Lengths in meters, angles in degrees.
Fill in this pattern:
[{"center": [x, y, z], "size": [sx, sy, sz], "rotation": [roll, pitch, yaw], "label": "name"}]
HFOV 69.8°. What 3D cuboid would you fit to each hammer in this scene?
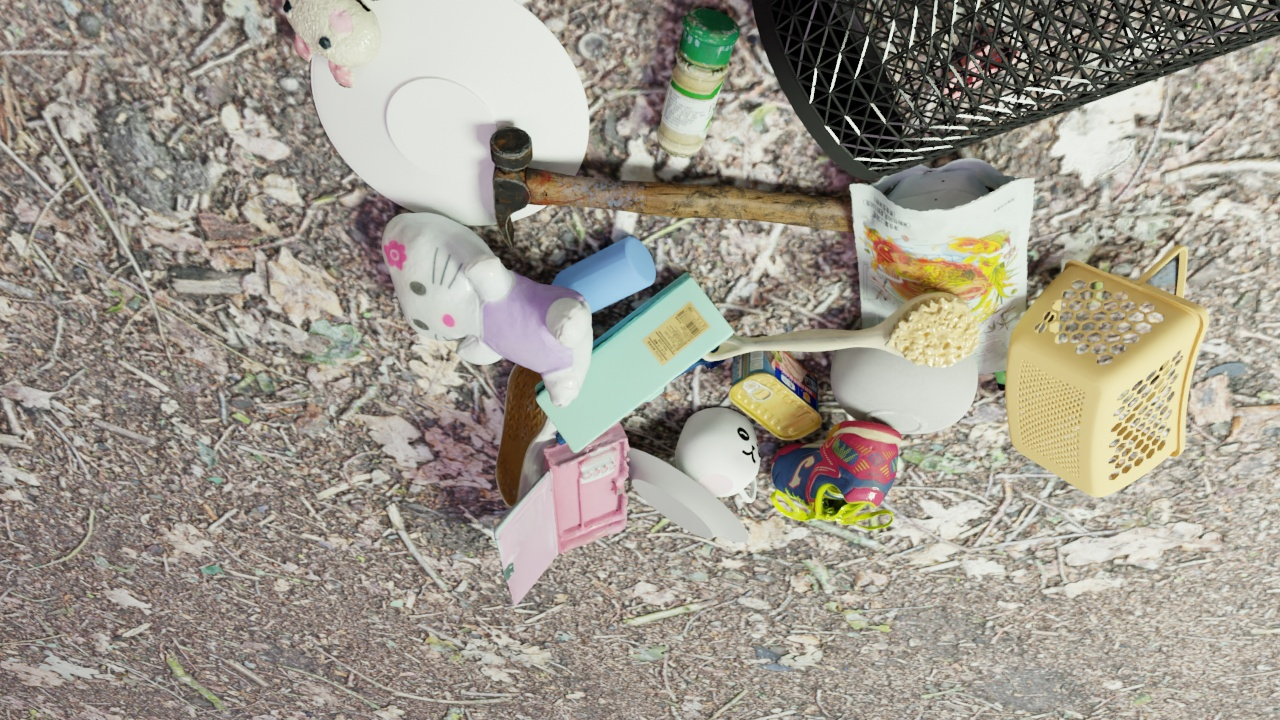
[{"center": [0.042, -0.128, 0.770], "size": [0.330, 0.033, 0.120], "rotation": [5, 148, -3], "label": "hammer"}]

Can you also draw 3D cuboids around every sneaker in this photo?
[{"center": [-0.097, 0.068, 0.986], "size": [0.079, 0.087, 0.236], "rotation": [-12, 141, -31], "label": "sneaker"}, {"center": [0.182, 0.126, 0.927], "size": [0.116, 0.091, 0.242], "rotation": [12, 163, -6], "label": "sneaker"}]

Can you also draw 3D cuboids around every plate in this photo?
[{"center": [-0.157, -0.194, 0.744], "size": [0.229, 0.030, 0.230], "rotation": [4, 136, 4], "label": "plate"}, {"center": [0.040, 0.157, 1.012], "size": [0.173, 0.019, 0.173], "rotation": [32, 161, 12], "label": "plate"}]

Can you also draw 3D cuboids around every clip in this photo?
[{"center": [0.242, -0.216, 0.671], "size": [0.035, 0.022, 0.058], "rotation": [28, 134, -24], "label": "clip"}]

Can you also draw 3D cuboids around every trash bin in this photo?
[{"center": [0.211, -0.233, 0.537], "size": [0.244, 0.216, 0.217], "rotation": [-24, 128, 37], "label": "trash bin"}]

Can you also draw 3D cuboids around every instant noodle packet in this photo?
[{"center": [0.258, -0.059, 0.789], "size": [0.147, 0.057, 0.269], "rotation": [1, 146, 20], "label": "instant noodle packet"}]

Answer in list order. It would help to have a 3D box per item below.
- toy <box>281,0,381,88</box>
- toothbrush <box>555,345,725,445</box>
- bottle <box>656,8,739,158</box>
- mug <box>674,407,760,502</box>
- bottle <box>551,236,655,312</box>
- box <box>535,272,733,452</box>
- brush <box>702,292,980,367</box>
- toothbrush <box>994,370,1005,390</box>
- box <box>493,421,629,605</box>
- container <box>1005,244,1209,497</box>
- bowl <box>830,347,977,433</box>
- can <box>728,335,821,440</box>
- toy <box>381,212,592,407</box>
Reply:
[{"center": [-0.225, -0.255, 0.673], "size": [0.087, 0.050, 0.113], "rotation": [46, 128, 6], "label": "toy"}, {"center": [0.001, 0.036, 0.916], "size": [0.190, 0.016, 0.017], "rotation": [-29, 138, 2], "label": "toothbrush"}, {"center": [0.041, -0.207, 0.695], "size": [0.042, 0.042, 0.110], "rotation": [13, 136, -5], "label": "bottle"}, {"center": [0.092, 0.112, 0.987], "size": [0.090, 0.076, 0.124], "rotation": [-23, 128, 28], "label": "mug"}, {"center": [-0.052, -0.067, 0.846], "size": [0.131, 0.048, 0.048], "rotation": [-23, 128, 28], "label": "bottle"}, {"center": [-0.005, 0.006, 0.845], "size": [0.189, 0.079, 0.077], "rotation": [-36, 123, 7], "label": "box"}, {"center": [0.162, -0.019, 0.809], "size": [0.273, 0.062, 0.077], "rotation": [-4, 180, 39], "label": "brush"}, {"center": [0.325, -0.030, 0.852], "size": [0.014, 0.017, 0.188], "rotation": [-6, 136, 26], "label": "toothbrush"}, {"center": [-0.090, 0.167, 1.008], "size": [0.055, 0.179, 0.233], "rotation": [46, 155, 24], "label": "box"}, {"center": [0.416, 0.004, 0.806], "size": [0.166, 0.129, 0.183], "rotation": [-37, 134, -15], "label": "container"}, {"center": [0.243, 0.029, 0.857], "size": [0.132, 0.064, 0.132], "rotation": [13, 158, 5], "label": "bowl"}, {"center": [0.133, 0.027, 0.906], "size": [0.100, 0.058, 0.054], "rotation": [37, 129, -27], "label": "can"}, {"center": [-0.133, -0.054, 0.816], "size": [0.209, 0.085, 0.138], "rotation": [27, 143, 15], "label": "toy"}]
